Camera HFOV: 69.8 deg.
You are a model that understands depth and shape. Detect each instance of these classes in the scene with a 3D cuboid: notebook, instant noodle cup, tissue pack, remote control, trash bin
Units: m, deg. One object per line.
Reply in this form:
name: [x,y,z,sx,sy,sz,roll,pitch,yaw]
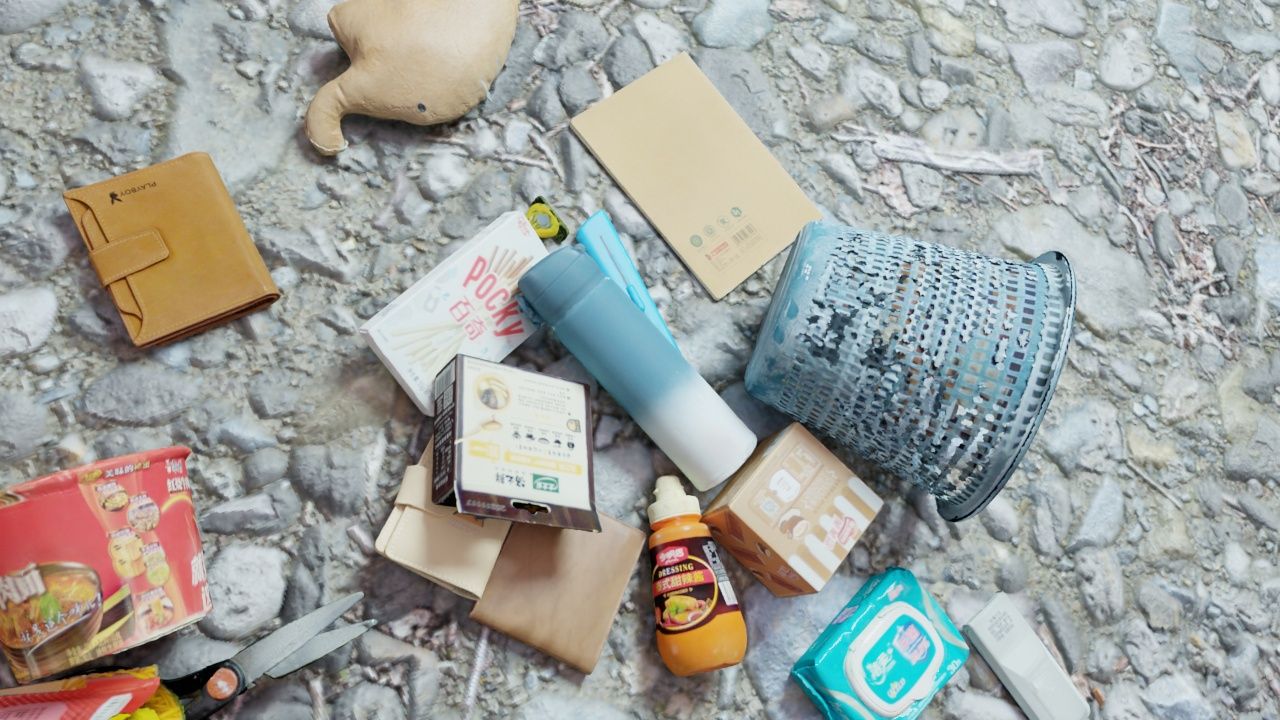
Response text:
notebook: [0.054,-0.172,0.836,0.147,0.008,0.207,-38,86,-24]
instant noodle cup: [-0.334,0.125,0.566,0.137,0.138,0.108,-18,87,-21]
tissue pack: [0.188,0.238,0.721,0.133,0.050,0.093,-40,88,-23]
remote control: [0.325,0.258,0.770,0.049,0.024,0.125,-35,84,-24]
trash bin: [0.196,-0.011,0.732,0.195,0.227,0.226,21,68,5]

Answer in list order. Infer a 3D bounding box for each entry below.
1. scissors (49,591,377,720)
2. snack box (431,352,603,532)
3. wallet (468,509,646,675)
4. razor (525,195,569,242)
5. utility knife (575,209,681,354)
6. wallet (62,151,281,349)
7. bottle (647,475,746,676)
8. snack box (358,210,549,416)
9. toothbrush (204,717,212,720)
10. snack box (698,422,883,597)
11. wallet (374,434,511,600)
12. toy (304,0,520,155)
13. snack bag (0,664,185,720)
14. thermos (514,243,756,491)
scissors: [-0.288,0.201,0.587,0.161,0.022,0.233,38,77,4]
snack box: [-0.090,0.066,0.666,0.113,0.053,0.125,15,57,-31]
wallet: [-0.059,0.162,0.691,0.101,0.020,0.115,28,64,-5]
razor: [-0.121,-0.087,0.750,0.132,0.028,0.043,-36,89,-21]
utility knife: [0.004,-0.035,0.773,0.034,0.018,0.203,-27,84,-23]
wallet: [-0.346,-0.083,0.679,0.107,0.031,0.131,-25,80,-24]
bottle: [0.035,0.160,0.699,0.066,0.067,0.149,-5,67,-18]
snack box: [-0.131,-0.038,0.712,0.156,0.027,0.085,-43,116,-23]
toothbrush: [-0.211,0.283,0.607,0.186,0.017,0.012,30,65,-4]
snack box: [0.116,0.120,0.724,0.094,0.077,0.092,43,66,1]
wallet: [-0.135,0.105,0.669,0.087,0.024,0.114,26,54,-8]
toy: [-0.185,-0.257,0.759,0.143,0.083,0.225,25,71,-2]
snack bag: [-0.379,0.252,0.527,0.208,0.073,0.128,-13,68,-2]
thermos: [-0.004,0.004,0.715,0.220,0.070,0.070,47,66,-8]
